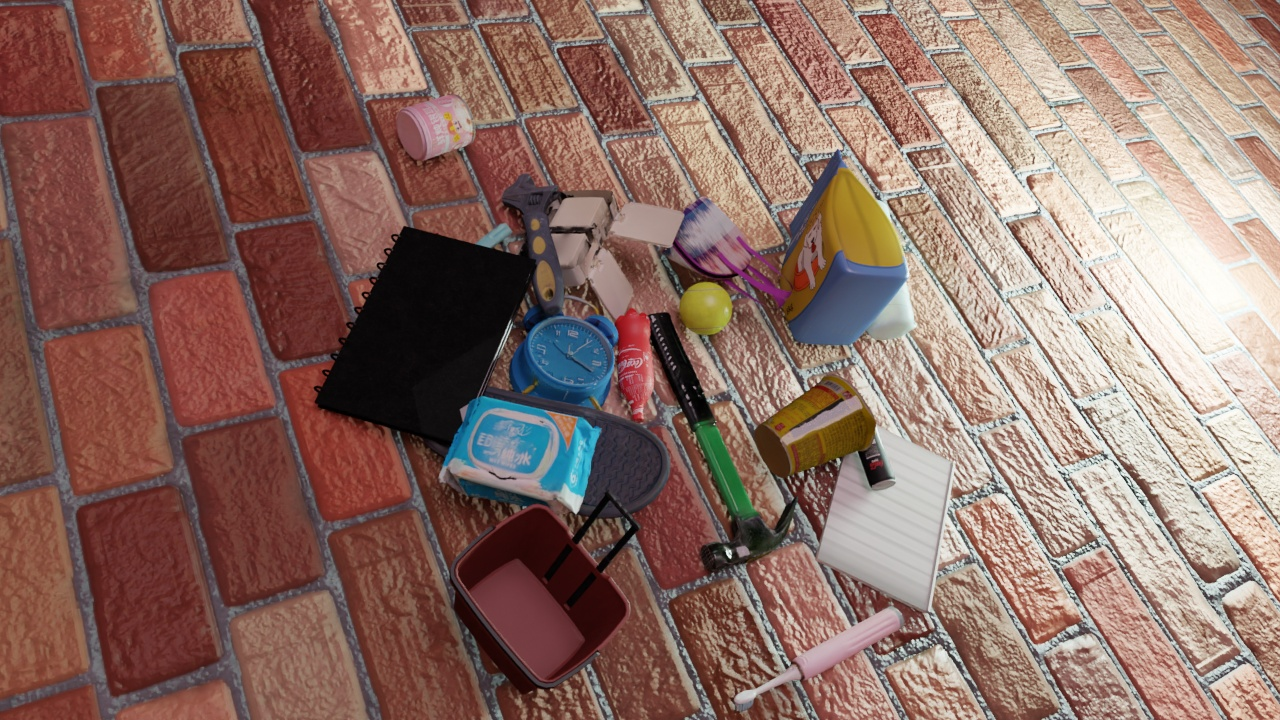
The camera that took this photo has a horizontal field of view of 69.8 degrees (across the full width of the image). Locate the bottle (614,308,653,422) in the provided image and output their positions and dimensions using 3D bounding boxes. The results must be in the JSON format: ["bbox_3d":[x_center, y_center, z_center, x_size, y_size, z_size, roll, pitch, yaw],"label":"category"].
[{"bbox_3d":[-0.006,0.006,1.070,0.042,0.042,0.141,6,60,-16],"label":"bottle"}]

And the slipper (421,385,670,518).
[{"bbox_3d":[-0.102,0.102,0.964,0.268,0.083,0.110,16,65,11],"label":"slipper"}]

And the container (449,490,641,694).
[{"bbox_3d":[-0.086,0.205,0.819,0.126,0.201,0.148,-34,75,-33],"label":"container"}]

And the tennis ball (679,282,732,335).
[{"bbox_3d":[0.080,-0.064,1.132,0.065,0.065,0.065,9,57,-14],"label":"tennis ball"}]

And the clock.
[{"bbox_3d":[-0.084,-0.008,1.039,0.116,0.060,0.161,12,51,-12],"label":"clock"}]

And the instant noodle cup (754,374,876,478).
[{"bbox_3d":[0.197,0.083,1.072,0.112,0.100,0.100,-25,70,-19],"label":"instant noodle cup"}]

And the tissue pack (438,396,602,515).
[{"bbox_3d":[-0.119,0.092,0.890,0.144,0.062,0.092,10,66,11],"label":"tissue pack"}]

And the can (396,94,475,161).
[{"bbox_3d":[-0.258,-0.293,1.154,0.076,0.067,0.067,-29,72,-32],"label":"can"}]

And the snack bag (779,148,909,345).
[{"bbox_3d":[0.246,-0.145,1.185,0.102,0.159,0.205,2,57,-18],"label":"snack bag"}]

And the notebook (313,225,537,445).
[{"bbox_3d":[-0.230,-0.033,0.986,0.169,0.019,0.231,15,64,7],"label":"notebook"}]

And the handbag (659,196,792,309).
[{"bbox_3d":[0.119,-0.128,1.173,0.170,0.068,0.144,38,36,6],"label":"handbag"}]

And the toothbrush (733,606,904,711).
[{"bbox_3d":[0.187,0.312,0.959,0.222,0.026,0.027,-17,23,-27],"label":"toothbrush"}]

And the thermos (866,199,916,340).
[{"bbox_3d":[0.325,-0.123,1.256,0.078,0.065,0.206,17,53,-29],"label":"thermos"}]

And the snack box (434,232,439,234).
[{"bbox_3d":[-0.220,-0.082,1.062,0.133,0.021,0.089,40,53,8],"label":"snack box"}]

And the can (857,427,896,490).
[{"bbox_3d":[0.279,0.114,1.100,0.031,0.032,0.080,-2,59,-21],"label":"can"}]

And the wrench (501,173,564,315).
[{"bbox_3d":[-0.122,-0.147,1.087,0.073,0.022,0.273,-18,45,3],"label":"wrench"}]

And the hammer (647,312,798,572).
[{"bbox_3d":[0.076,0.079,1.062,0.130,0.032,0.318,-12,63,-25],"label":"hammer"}]

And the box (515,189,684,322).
[{"bbox_3d":[-0.051,-0.127,1.125,0.187,0.101,0.144,15,55,14],"label":"box"}]

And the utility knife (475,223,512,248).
[{"bbox_3d":[-0.200,-0.122,1.072,0.022,0.015,0.157,21,42,20],"label":"utility knife"}]

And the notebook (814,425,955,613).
[{"bbox_3d":[0.296,0.177,1.092,0.142,0.009,0.209,26,54,-2],"label":"notebook"}]
